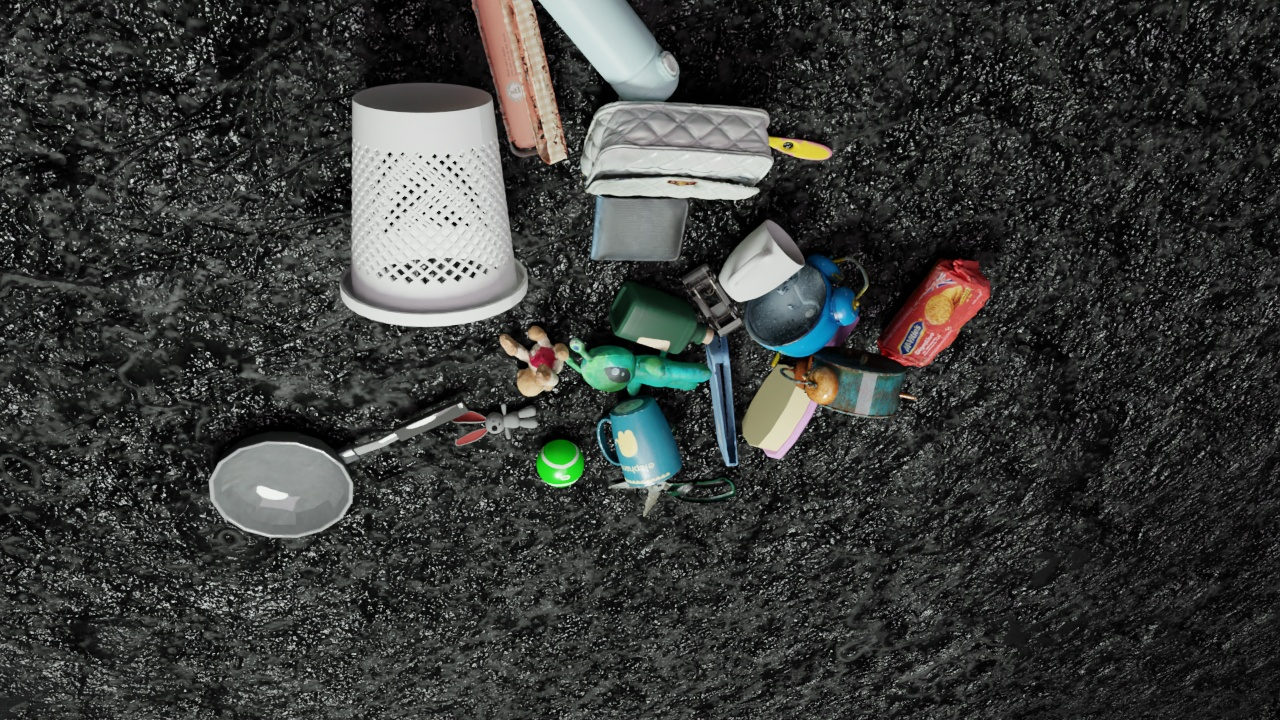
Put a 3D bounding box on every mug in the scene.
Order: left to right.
[{"bbox_3d":[-0.009,0.107,1.252,0.112,0.084,0.104,-6,111,34],"label":"mug"},{"bbox_3d":[0.135,-0.112,1.103,0.090,0.107,0.071,-40,84,26],"label":"mug"}]

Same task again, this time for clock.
[{"bbox_3d":[0.207,-0.070,1.142,0.162,0.116,0.060,-35,138,20],"label":"clock"},{"bbox_3d":[0.254,0.018,1.153,0.157,0.121,0.073,6,104,-10],"label":"clock"}]

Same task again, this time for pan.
[{"bbox_3d":[-0.389,0.124,1.204,0.357,0.041,0.179,-23,129,6],"label":"pan"}]

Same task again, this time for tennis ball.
[{"bbox_3d":[-0.111,0.142,1.267,0.065,0.065,0.065,-6,129,-8],"label":"tennis ball"}]

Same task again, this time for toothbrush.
[{"bbox_3d":[0.162,-0.249,1.051,0.135,0.016,0.021,9,124,-19],"label":"toothbrush"}]

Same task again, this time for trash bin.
[{"bbox_3d":[-0.214,-0.167,0.934,0.195,0.195,0.200,-3,119,-11],"label":"trash bin"}]

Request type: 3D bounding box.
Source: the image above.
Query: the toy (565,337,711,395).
[{"bbox_3d":[-0.007,0.007,1.184,0.193,0.072,0.131,7,161,-19],"label":"toy"}]

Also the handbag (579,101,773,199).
[{"bbox_3d":[0.038,-0.215,0.987,0.194,0.072,0.139,0,169,-12],"label":"handbag"}]

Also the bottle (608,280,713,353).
[{"bbox_3d":[0.032,-0.048,1.151,0.131,0.061,0.061,17,120,-24],"label":"bottle"}]

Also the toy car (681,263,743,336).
[{"bbox_3d":[0.091,-0.077,1.151,0.040,0.037,0.092,-32,103,14],"label":"toy car"}]

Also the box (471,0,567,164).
[{"bbox_3d":[-0.122,-0.291,0.935,0.048,0.085,0.187,-36,133,-27],"label":"box"}]

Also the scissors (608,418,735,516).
[{"bbox_3d":[0.056,0.158,1.352,0.201,0.015,0.202,-1,128,-15],"label":"scissors"}]

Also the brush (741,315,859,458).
[{"bbox_3d":[0.217,0.026,1.246,0.043,0.089,0.229,23,107,-22],"label":"brush"}]

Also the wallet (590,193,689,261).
[{"bbox_3d":[0.000,-0.158,1.081,0.115,0.026,0.089,-2,130,-11],"label":"wallet"}]

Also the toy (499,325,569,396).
[{"bbox_3d":[-0.138,0.007,1.160,0.085,0.074,0.106,34,148,10],"label":"toy"}]

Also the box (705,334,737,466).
[{"bbox_3d":[0.119,0.056,1.252,0.037,0.065,0.210,-12,129,0],"label":"box"}]

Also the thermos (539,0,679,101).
[{"bbox_3d":[-0.041,-0.336,0.903,0.078,0.065,0.207,-9,140,41],"label":"thermos"}]

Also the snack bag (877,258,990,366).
[{"bbox_3d":[0.388,-0.059,1.216,0.082,0.082,0.177,16,123,-24],"label":"snack bag"}]

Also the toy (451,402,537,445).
[{"bbox_3d":[-0.194,0.083,1.224,0.111,0.030,0.049,-9,101,-9],"label":"toy"}]
